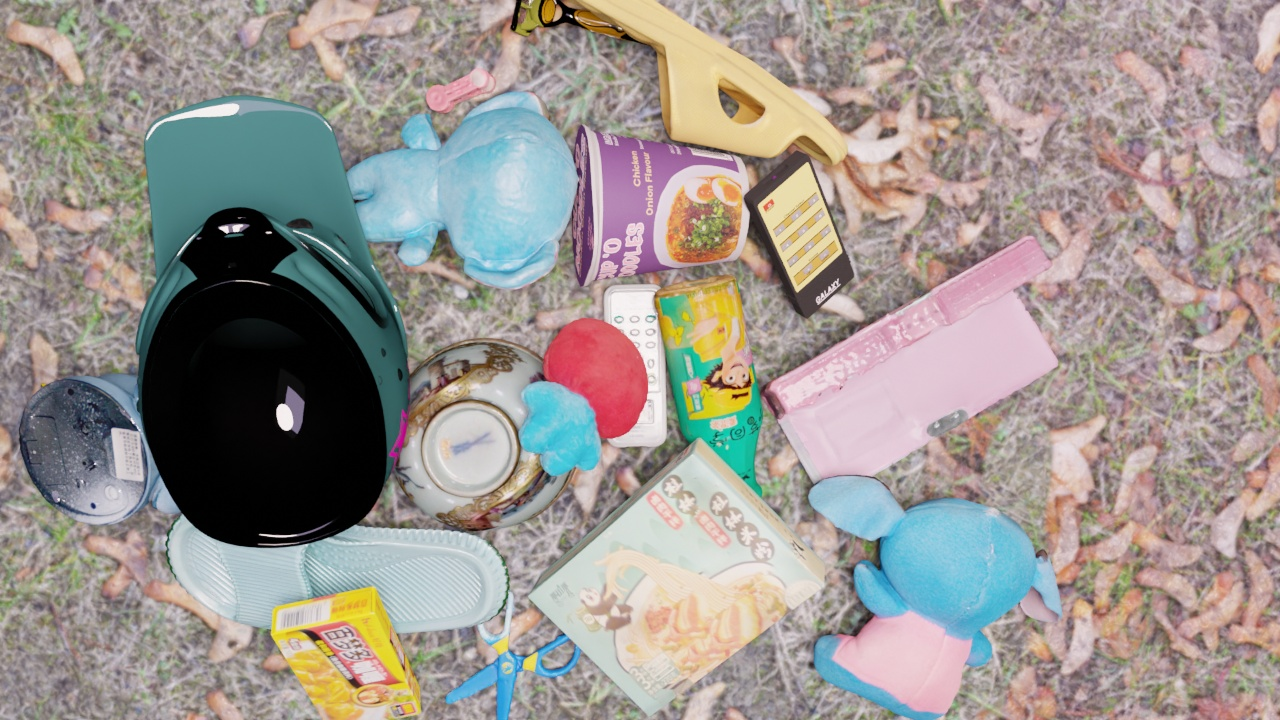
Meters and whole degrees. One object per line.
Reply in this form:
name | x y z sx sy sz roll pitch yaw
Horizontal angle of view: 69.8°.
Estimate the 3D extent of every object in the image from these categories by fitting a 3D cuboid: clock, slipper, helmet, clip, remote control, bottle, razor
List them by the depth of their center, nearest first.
helmet | -0.252 -0.021 0.627 0.176 0.200 0.275 -7 127 -15
slipper | 0.035 -0.212 0.703 0.263 0.099 0.078 32 106 -11
remote control | 0.126 -0.094 0.712 0.058 0.013 0.133 -42 133 -7
clock | -0.399 0.066 0.714 0.162 0.060 0.118 4 105 11
slipper | -0.243 0.176 0.725 0.276 0.069 0.116 4 111 0
bottle | 0.063 0.040 0.734 0.068 0.068 0.210 -12 100 -1
razor | -0.031 -0.272 0.742 0.144 0.021 0.044 12 92 -4
clip | -0.142 -0.220 0.744 0.060 0.045 0.023 -21 90 32
remote control | -0.004 0.004 0.754 0.050 0.022 0.133 -1 93 -2

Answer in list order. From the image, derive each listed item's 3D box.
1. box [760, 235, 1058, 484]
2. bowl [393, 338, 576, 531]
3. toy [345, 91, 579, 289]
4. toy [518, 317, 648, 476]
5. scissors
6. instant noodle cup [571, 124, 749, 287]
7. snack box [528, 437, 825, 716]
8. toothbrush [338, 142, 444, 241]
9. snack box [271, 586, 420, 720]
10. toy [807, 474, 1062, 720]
box | 0.224 0.012 0.724 0.232 0.106 0.115 -30 84 -1
bowl | -0.127 0.064 0.719 0.160 0.094 0.160 0 92 -1
toy | -0.134 -0.121 0.700 0.181 0.115 0.183 -10 65 6
toy | -0.044 0.028 0.696 0.092 0.062 0.132 44 59 -13
scissors | -0.114 0.249 0.769 0.125 0.016 0.123 -31 89 1
instant noodle cup | 0.016 -0.114 0.703 0.121 0.136 0.122 -1 120 -11
snack box | 0.026 0.174 0.727 0.141 0.044 0.194 45 111 -4
toothbrush | -0.184 -0.150 0.745 0.188 0.018 0.019 -35 94 1
snack box | -0.224 0.235 0.713 0.075 0.025 0.152 -10 132 -6
toy | 0.220 0.191 0.731 0.224 0.099 0.191 26 98 -11
